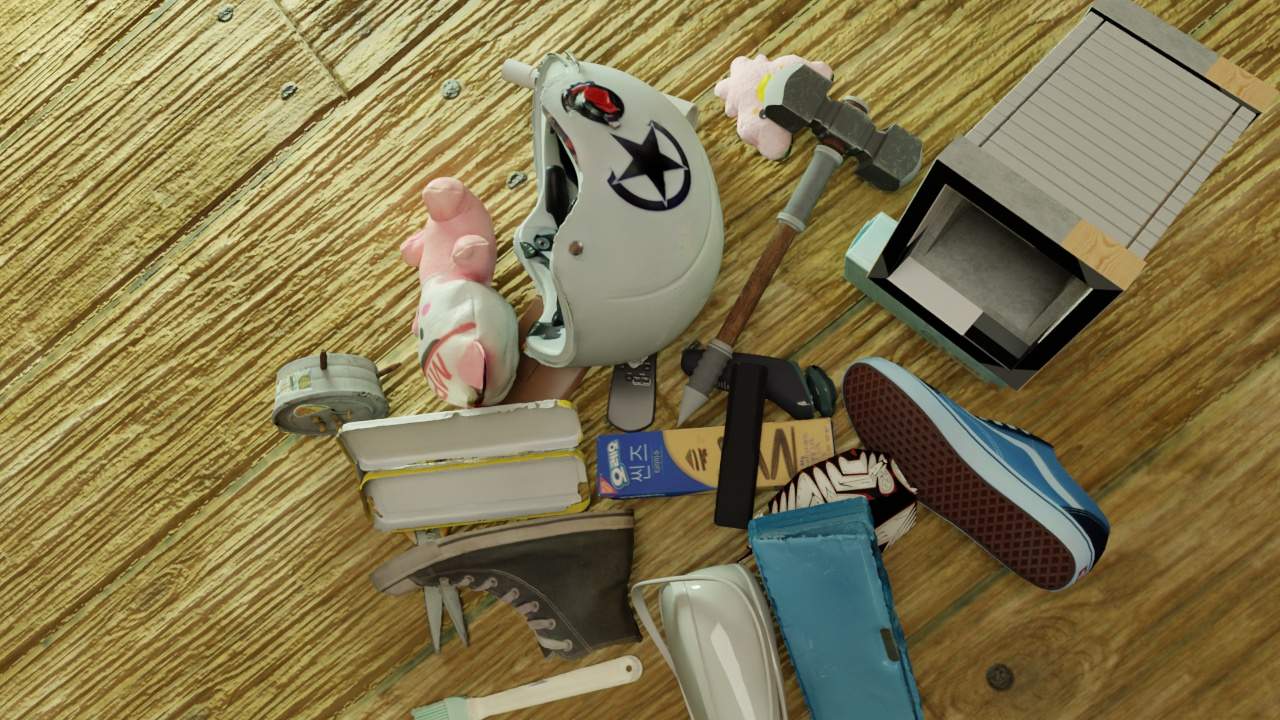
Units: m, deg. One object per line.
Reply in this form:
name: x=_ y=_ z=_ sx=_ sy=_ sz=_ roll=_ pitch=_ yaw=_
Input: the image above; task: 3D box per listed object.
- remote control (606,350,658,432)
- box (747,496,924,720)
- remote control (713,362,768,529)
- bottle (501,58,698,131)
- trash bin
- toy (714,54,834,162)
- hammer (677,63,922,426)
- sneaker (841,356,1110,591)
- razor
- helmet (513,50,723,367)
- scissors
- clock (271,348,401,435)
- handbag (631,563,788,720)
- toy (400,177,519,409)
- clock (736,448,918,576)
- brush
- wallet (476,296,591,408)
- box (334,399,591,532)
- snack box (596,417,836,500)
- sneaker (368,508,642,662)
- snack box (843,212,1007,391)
remote control: x=-0.005 y=0.005 z=0.850 sx=0.046 sy=0.009 sz=0.124 roll=4 pitch=82 yaw=12
box: x=0.153 y=0.209 z=0.697 sx=0.093 sy=0.048 sz=0.232 roll=-13 pitch=119 yaw=12
remote control: x=0.083 y=0.070 z=0.760 sx=0.032 sy=0.015 sz=0.136 roll=6 pitch=84 yaw=12
bottle: x=-0.044 y=-0.249 z=0.877 sx=0.195 sy=0.052 sz=0.052 roll=23 pitch=86 yaw=14
trash bin: x=0.320 y=-0.130 z=0.693 sx=0.142 sy=0.143 sz=0.246 roll=41 pitch=65 yaw=14
toy: x=0.118 y=-0.244 z=0.844 sx=0.093 sy=0.050 sz=0.102 roll=34 pitch=88 yaw=6
hammer: x=0.112 y=-0.086 z=0.795 sx=0.156 sy=0.043 sz=0.322 roll=30 pitch=86 yaw=-9
sneaker: x=0.277 y=0.079 z=0.763 sx=0.098 sy=0.084 sz=0.241 roll=-24 pitch=58 yaw=-37
razor: x=0.104 y=0.018 z=0.812 sx=0.143 sy=0.047 sz=0.052 roll=12 pitch=59 yaw=16
helmet: x=-0.017 y=-0.127 z=0.776 sx=0.163 sy=0.237 sz=0.263 roll=-1 pitch=65 yaw=-15
scissors: x=-0.210 y=0.160 z=0.862 sx=0.162 sy=0.016 sz=0.225 roll=-1 pitch=82 yaw=9
clock: x=-0.299 y=0.040 z=0.864 sx=0.148 sy=0.103 sz=0.056 roll=-28 pitch=64 yaw=36
handbag: x=0.066 y=0.269 z=0.690 sx=0.095 sy=0.216 sz=0.222 roll=-12 pitch=74 yaw=-8
toy: x=-0.162 y=-0.048 z=0.834 sx=0.084 sy=0.142 sz=0.213 roll=-1 pitch=64 yaw=-29
clock: x=0.150 y=0.141 z=0.740 sx=0.155 sy=0.114 sz=0.065 roll=-36 pitch=51 yaw=16
brush: x=-0.102 y=0.300 z=0.821 sx=0.218 sy=0.012 sz=0.033 roll=-17 pitch=77 yaw=6
wallet: x=-0.100 y=0.011 z=0.866 sx=0.087 sy=0.013 sz=0.121 roll=37 pitch=92 yaw=15
box: x=-0.152 y=0.092 z=0.810 sx=0.210 sy=0.130 sz=0.038 roll=-6 pitch=36 yaw=3
snack box: x=0.065 y=0.088 z=0.798 sx=0.207 sy=0.057 sz=0.056 roll=-5 pitch=78 yaw=10
sneaker: x=-0.115 y=0.202 z=0.794 sx=0.234 sy=0.095 sz=0.119 roll=-7 pitch=79 yaw=-4
snack box: x=0.254 y=-0.048 z=0.774 sx=0.174 sy=0.075 sz=0.053 roll=39 pitch=90 yaw=15
